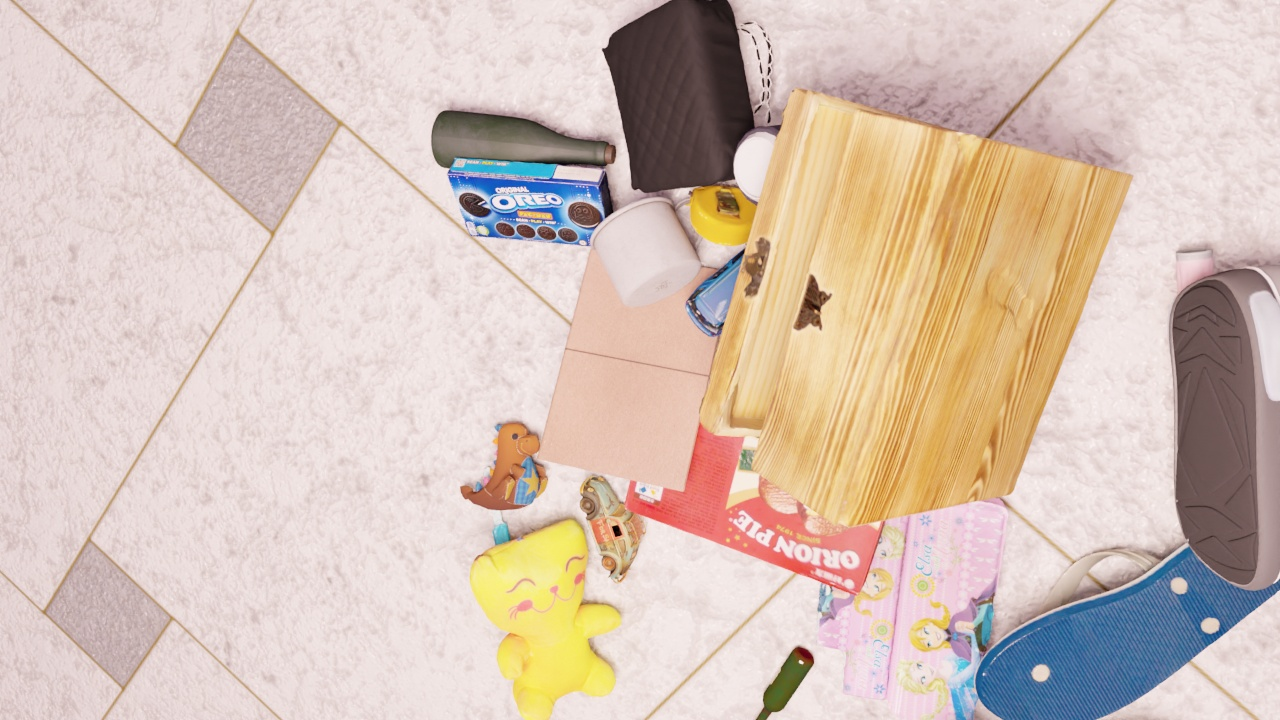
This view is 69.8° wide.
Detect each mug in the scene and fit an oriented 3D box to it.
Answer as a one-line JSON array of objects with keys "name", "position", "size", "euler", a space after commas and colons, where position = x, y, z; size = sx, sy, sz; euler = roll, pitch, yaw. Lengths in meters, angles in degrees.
[{"name": "mug", "position": [0.019, -0.103, 0.835], "size": [0.113, 0.084, 0.070], "euler": [-23, 75, -14]}]

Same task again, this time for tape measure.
[{"name": "tape measure", "position": [0.075, -0.130, 0.815], "size": [0.068, 0.058, 0.030], "euler": [6, 135, -8]}]

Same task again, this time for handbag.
[{"name": "handbag", "position": [0.043, -0.230, 0.813], "size": [0.125, 0.114, 0.154], "euler": [-4, 105, 41]}]

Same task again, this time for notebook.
[{"name": "notebook", "position": [-0.005, 0.005, 0.859], "size": [0.141, 0.008, 0.209], "euler": [11, 79, 14]}]

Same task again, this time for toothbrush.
[{"name": "toothbrush", "position": [0.467, 0.018, 0.763], "size": [0.027, 0.026, 0.222], "euler": [-2, 102, 39]}]

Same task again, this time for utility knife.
[{"name": "utility knife", "position": [-0.146, 0.195, 0.988], "size": [0.022, 0.015, 0.169], "euler": [-8, 100, 7]}]

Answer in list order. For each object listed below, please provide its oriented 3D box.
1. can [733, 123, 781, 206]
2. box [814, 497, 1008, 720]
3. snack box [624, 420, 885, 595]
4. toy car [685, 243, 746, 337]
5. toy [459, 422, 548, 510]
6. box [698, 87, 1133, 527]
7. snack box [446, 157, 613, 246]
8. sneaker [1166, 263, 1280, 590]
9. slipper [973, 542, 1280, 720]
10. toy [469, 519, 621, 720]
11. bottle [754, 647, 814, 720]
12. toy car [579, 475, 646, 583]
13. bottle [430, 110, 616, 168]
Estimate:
[{"name": "can", "position": [0.138, -0.168, 0.768], "size": [0.064, 0.127, 0.064], "euler": [20, 118, 42]}, {"name": "box", "position": [0.249, 0.230, 0.873], "size": [0.159, 0.035, 0.230], "euler": [7, 103, 15]}, {"name": "snack box", "position": [0.111, 0.120, 0.861], "size": [0.236, 0.060, 0.113], "euler": [17, 105, 18]}, {"name": "toy car", "position": [0.097, -0.071, 0.829], "size": [0.120, 0.043, 0.056], "euler": [-39, 86, -3]}, {"name": "toy", "position": [-0.148, 0.110, 0.955], "size": [0.103, 0.070, 0.090], "euler": [-3, 84, 30]}, {"name": "box", "position": [0.214, -0.043, 0.718], "size": [0.176, 0.246, 0.279], "euler": [31, 115, 48]}, {"name": "snack box", "position": [-0.101, -0.149, 0.866], "size": [0.150, 0.027, 0.082], "euler": [6, 145, 14]}, {"name": "sneaker", "position": [0.511, 0.046, 0.719], "size": [0.160, 0.093, 0.257], "euler": [-13, 101, -10]}, {"name": "slipper", "position": [0.429, 0.226, 0.808], "size": [0.295, 0.060, 0.118], "euler": [-35, 96, 7]}, {"name": "toy", "position": [-0.097, 0.266, 0.954], "size": [0.134, 0.087, 0.194], "euler": [-20, 104, -23]}, {"name": "bottle", "position": [0.141, 0.337, 0.931], "size": [0.025, 0.025, 0.106], "euler": [30, 109, 8]}, {"name": "toy car", "position": [-0.023, 0.168, 0.929], "size": [0.047, 0.047, 0.112], "euler": [-18, 98, 19]}, {"name": "bottle", "position": [-0.108, -0.202, 0.866], "size": [0.174, 0.055, 0.055], "euler": [8, 104, 13]}]
